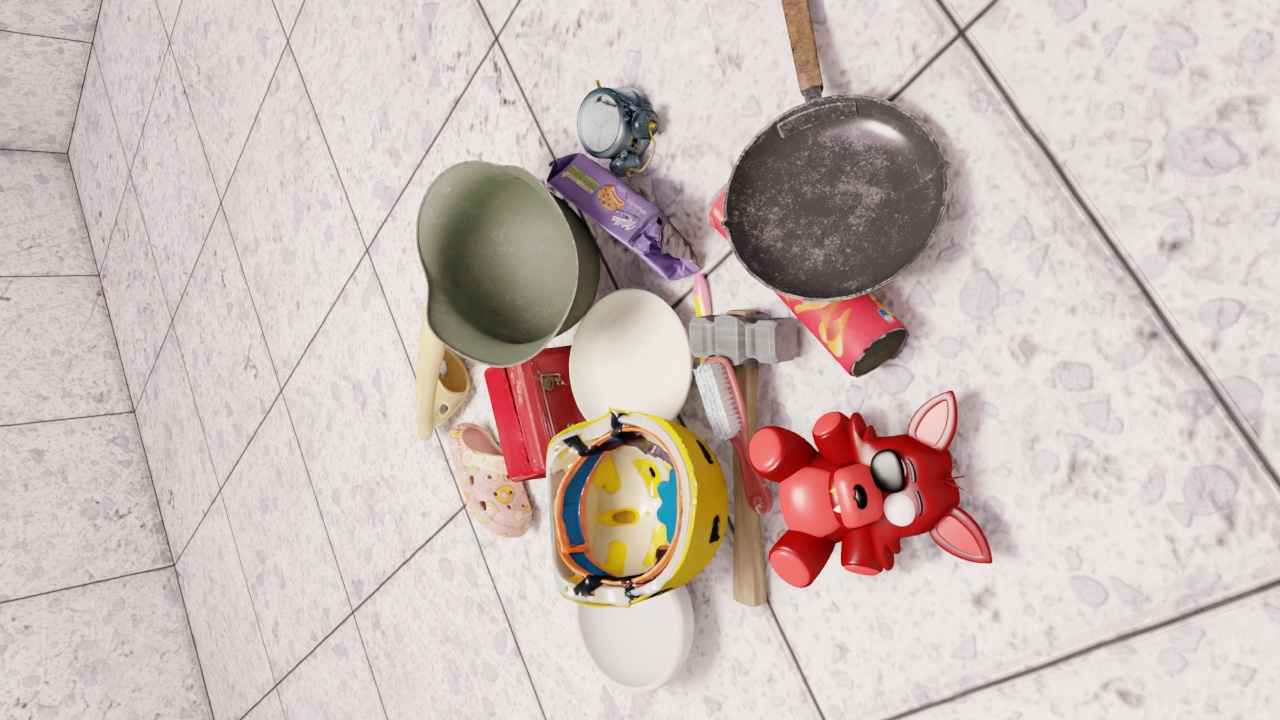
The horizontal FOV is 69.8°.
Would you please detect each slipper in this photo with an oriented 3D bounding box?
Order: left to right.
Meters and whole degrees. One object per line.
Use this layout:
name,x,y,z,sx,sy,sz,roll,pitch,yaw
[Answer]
slipper,-0.299,0.015,1.390,0.262,0.079,0.111,108,154,-45
slipper,-0.209,0.158,1.312,0.082,0.093,0.197,-46,61,27

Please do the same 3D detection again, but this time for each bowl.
bowl,0.002,0.306,1.111,0.177,0.066,0.176,-2,88,42

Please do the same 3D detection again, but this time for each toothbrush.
toothbrush,0.071,-0.032,1.042,0.021,0.016,0.135,-2,91,49

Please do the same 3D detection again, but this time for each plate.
plate,-0.006,0.006,1.093,0.183,0.034,0.182,-1,89,38

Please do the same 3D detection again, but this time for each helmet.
helmet,-0.148,-0.123,1.108,0.268,0.153,0.227,42,111,19
helmet,0.014,0.158,0.997,0.241,0.139,0.209,-19,70,41

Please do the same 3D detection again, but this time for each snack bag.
snack bag,-0.018,-0.169,1.062,0.058,0.096,0.205,-51,55,3

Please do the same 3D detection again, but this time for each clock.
clock,-0.023,-0.272,1.087,0.129,0.052,0.090,47,126,27

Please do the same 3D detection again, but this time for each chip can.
chip can,0.159,-0.085,0.899,0.233,0.073,0.073,53,129,28

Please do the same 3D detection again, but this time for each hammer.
hammer,0.114,0.107,0.992,0.117,0.051,0.323,6,101,46

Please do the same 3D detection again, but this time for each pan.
pan,0.170,-0.219,0.869,0.208,0.040,0.356,-12,70,20

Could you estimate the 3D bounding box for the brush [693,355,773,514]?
brush,0.096,0.080,0.951,0.041,0.030,0.172,-22,85,45

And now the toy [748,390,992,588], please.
toy,0.208,0.122,0.849,0.198,0.120,0.158,-16,81,38

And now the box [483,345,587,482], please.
box,-0.124,0.070,1.177,0.123,0.136,0.157,-21,78,46
